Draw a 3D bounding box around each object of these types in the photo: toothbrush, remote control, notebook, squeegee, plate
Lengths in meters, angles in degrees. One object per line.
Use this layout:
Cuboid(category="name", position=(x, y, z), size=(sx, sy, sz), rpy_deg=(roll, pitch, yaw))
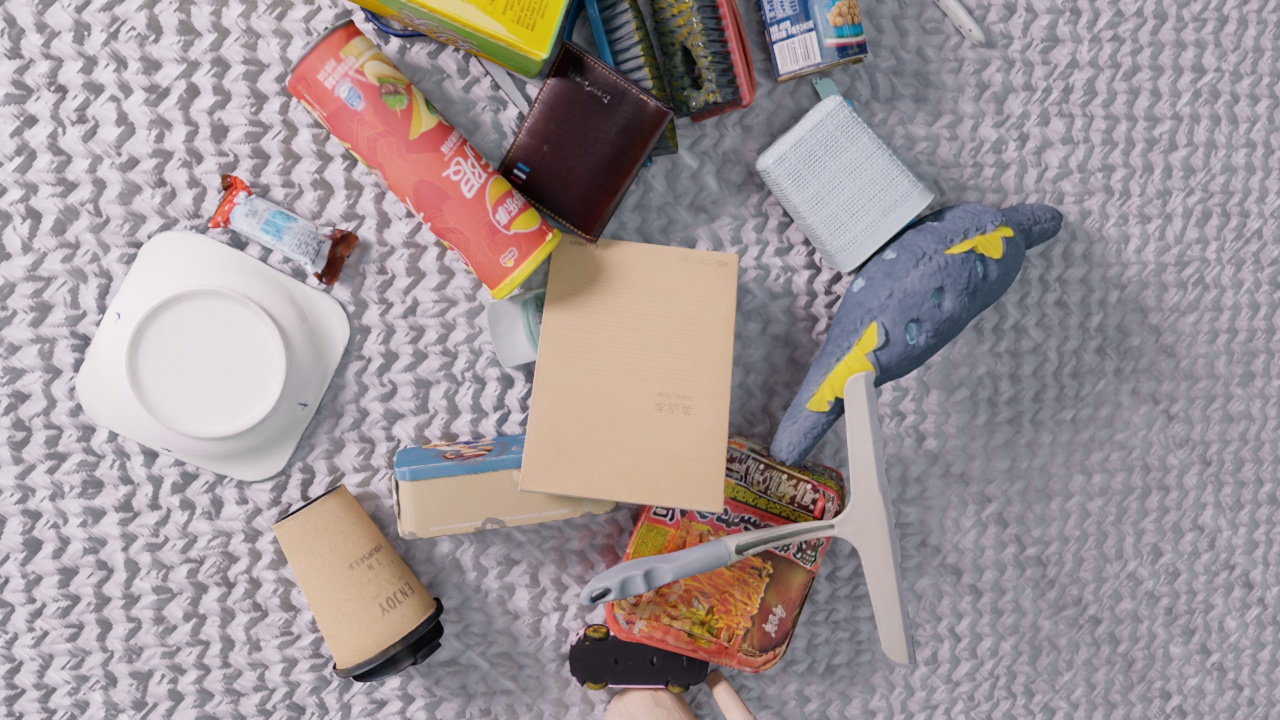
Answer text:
Cuboid(category="toothbrush", position=(0.228, -0.335, 0.763), size=(0.187, 0.016, 0.017), rpy_deg=(42, 78, -14))
Cuboid(category="remote control", position=(-0.056, -0.036, 0.740), size=(0.135, 0.019, 0.056), rpy_deg=(-15, 101, -10))
Cuboid(category="notebook", position=(-0.004, 0.004, 0.696), size=(0.149, 0.012, 0.211), rpy_deg=(6, 69, -1))
Cuboid(category="squeegee", position=(0.073, 0.148, 0.705), size=(0.246, 0.039, 0.246), rpy_deg=(-13, 105, -3))
Cuboid(category="plate", position=(-0.316, 0.000, 0.679), size=(0.163, 0.034, 0.164), rpy_deg=(26, 91, -15))

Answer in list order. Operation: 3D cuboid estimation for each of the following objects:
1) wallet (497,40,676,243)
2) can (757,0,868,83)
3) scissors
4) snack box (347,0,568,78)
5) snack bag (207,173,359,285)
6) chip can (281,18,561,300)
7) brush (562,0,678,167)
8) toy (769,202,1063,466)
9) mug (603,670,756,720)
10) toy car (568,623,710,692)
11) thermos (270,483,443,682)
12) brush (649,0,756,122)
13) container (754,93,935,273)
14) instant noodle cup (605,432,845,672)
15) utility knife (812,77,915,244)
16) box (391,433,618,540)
Cuboid(category="wallet", position=(-0.044, -0.162, 0.692), size=(0.096, 0.020, 0.122), rpy_deg=(33, 116, -2))
Cuboid(category="can", position=(0.130, -0.280, 0.717), size=(0.075, 0.075, 0.111), rpy_deg=(-17, 102, -10))
Cuboid(category="scissors", position=(-0.138, -0.243, 0.695), size=(0.146, 0.012, 0.169), rpy_deg=(-17, 101, -11))
Cuboid(category="snack box", position=(-0.109, -0.331, 0.650), size=(0.157, 0.070, 0.210), rpy_deg=(19, 89, -16))
Cuboid(category="snack bag", position=(-0.266, -0.097, 0.680), size=(0.105, 0.026, 0.045), rpy_deg=(27, 82, -16))
Cuboid(category="chip can", position=(-0.156, -0.145, 0.675), size=(0.073, 0.073, 0.216), rpy_deg=(-45, 104, -4))
Cuboid(category="brush", position=(-0.021, -0.217, 0.706), size=(0.073, 0.055, 0.144), rpy_deg=(-16, 102, 13))
Cuboid(category="toy", position=(0.233, -0.054, 0.734), size=(0.355, 0.091, 0.138), rpy_deg=(-37, 148, -20))
Cuboid(category="mug", position=(0.033, 0.316, 0.767), size=(0.124, 0.103, 0.084), rpy_deg=(-31, 104, -7))
Cuboid(category="toy car", position=(-0.001, 0.252, 0.787), size=(0.122, 0.037, 0.056), rpy_deg=(1, 96, -1))
Cuboid(category="thermos", position=(-0.217, 0.170, 0.702), size=(0.093, 0.093, 0.143), rpy_deg=(-29, 96, -7))
Cuboid(category="brush", position=(0.049, -0.265, 0.713), size=(0.069, 0.063, 0.146), rpy_deg=(-24, 103, -40))
Cuboid(category="container", position=(0.155, -0.142, 0.729), size=(0.090, 0.090, 0.111), rpy_deg=(-42, 97, 8))
Cuboid(category="instant noodle cup", position=(0.066, 0.153, 0.764), size=(0.164, 0.079, 0.189), rpy_deg=(21, 92, -14))
Cuboid(category="utility knife", position=(0.189, -0.166, 0.777), size=(0.034, 0.018, 0.166), rpy_deg=(-33, 102, -6))
Cuboid(category="box", position=(-0.098, 0.092, 0.714), size=(0.184, 0.090, 0.059), rpy_deg=(-8, 98, -14))
